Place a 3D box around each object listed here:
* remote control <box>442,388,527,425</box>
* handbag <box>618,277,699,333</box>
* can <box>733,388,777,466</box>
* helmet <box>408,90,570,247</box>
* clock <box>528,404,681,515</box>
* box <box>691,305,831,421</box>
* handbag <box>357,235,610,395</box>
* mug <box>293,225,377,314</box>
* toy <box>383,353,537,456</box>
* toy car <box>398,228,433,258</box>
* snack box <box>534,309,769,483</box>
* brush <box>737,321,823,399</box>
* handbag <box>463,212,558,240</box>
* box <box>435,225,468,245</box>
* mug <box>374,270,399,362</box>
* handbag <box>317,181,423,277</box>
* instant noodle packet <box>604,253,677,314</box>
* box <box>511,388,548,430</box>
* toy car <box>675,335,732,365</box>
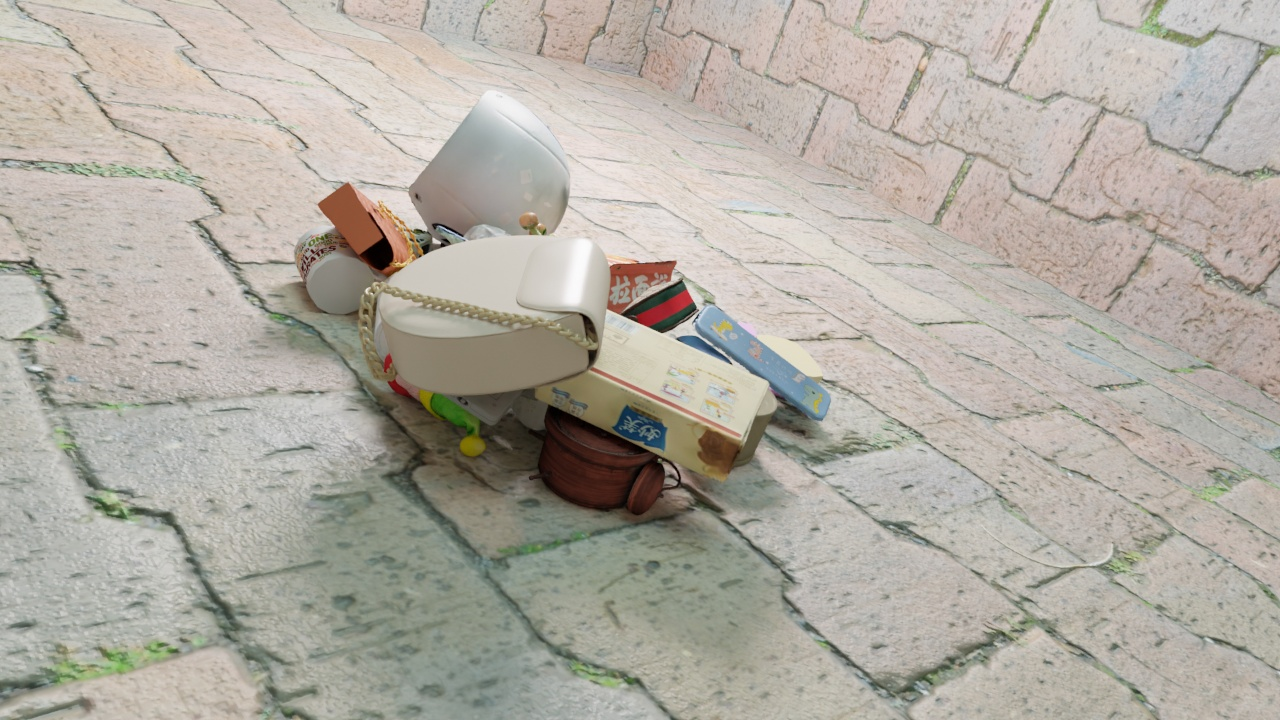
[{"bbox_3d":[-0.140,0.003,0.925,0.074,0.019,0.150,32,40,4],"label":"remote control"},{"bbox_3d":[0.000,-0.054,1.221,0.063,0.139,0.166,62,22,-4],"label":"handbag"},{"bbox_3d":[0.090,0.061,1.091,0.127,0.073,0.127,17,24,-8],"label":"can"},{"bbox_3d":[-0.189,-0.240,1.330,0.164,0.236,0.264,37,-9,14],"label":"helmet"},{"bbox_3d":[-0.031,0.095,0.923,0.157,0.072,0.120,13,25,-14],"label":"clock"},{"bbox_3d":[0.161,0.000,1.214,0.209,0.049,0.120,37,4,-2],"label":"box"},{"bbox_3d":[-0.137,-0.055,0.867,0.209,0.103,0.210,-3,31,5],"label":"handbag"},{"bbox_3d":[-0.357,-0.103,1.104,0.105,0.073,0.089,34,9,-43],"label":"mug"},{"bbox_3d":[-0.186,0.037,0.944,0.124,0.097,0.131,5,9,-44],"label":"toy"},{"bbox_3d":[-0.328,-0.152,1.251,0.033,0.048,0.105,40,30,29],"label":"toy car"},{"bbox_3d":[0.017,0.029,0.935,0.207,0.055,0.153,24,26,8],"label":"snack box"},{"bbox_3d":[0.196,-0.014,1.374,0.089,0.043,0.228,11,26,-21],"label":"brush"},{"bbox_3d":[-0.151,-0.125,1.204,0.171,0.123,0.112,37,0,14],"label":"handbag"},{"bbox_3d":[-0.139,-0.073,1.099,0.230,0.159,0.066,28,52,22],"label":"box"},{"bbox_3d":[-0.257,-0.046,1.035,0.082,0.083,0.106,12,25,-18],"label":"mug"},{"bbox_3d":[-0.312,-0.146,1.120,0.109,0.060,0.172,54,-3,1],"label":"handbag"},{"bbox_3d":[-0.079,-0.142,1.436,0.221,0.084,0.164,23,22,36],"label":"instant noodle packet"},{"bbox_3d":[-0.053,0.046,1.005,0.144,0.083,0.136,26,22,31],"label":"box"},{"bbox_3d":[0.091,0.016,1.211,0.056,0.055,0.153,-3,33,-42],"label":"toy car"}]
